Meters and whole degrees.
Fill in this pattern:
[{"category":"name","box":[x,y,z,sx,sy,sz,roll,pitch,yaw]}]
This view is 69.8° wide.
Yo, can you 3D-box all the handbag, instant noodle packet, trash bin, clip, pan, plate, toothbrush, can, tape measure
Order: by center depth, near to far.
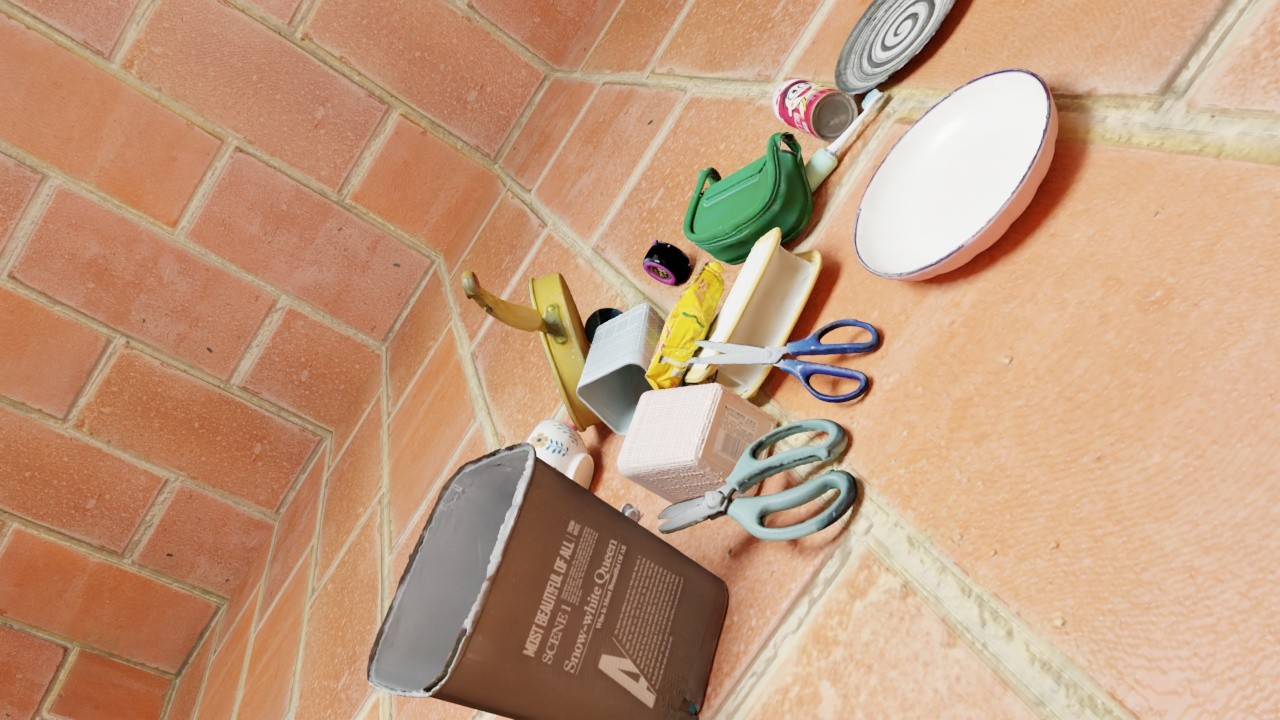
[{"category":"plate","box":[0.254,-0.141,0.736,0.193,0.039,0.192,-46,26,29]},{"category":"trash bin","box":[-0.068,0.207,0.745,0.199,0.219,0.198,-24,40,56]},{"category":"handbag","box":[0.104,-0.039,0.918,0.163,0.063,0.179,-61,8,-5]},{"category":"clip","box":[-0.021,0.175,0.947,0.057,0.025,0.032,-54,28,-5]},{"category":"instant noodle packet","box":[0.045,-0.033,0.951,0.128,0.044,0.111,-65,-1,-54]},{"category":"handbag","box":[0.111,-0.171,0.968,0.132,0.068,0.120,-24,54,42]},{"category":"plate","box":[0.277,-0.354,0.973,0.180,0.024,0.179,-45,27,31]},{"category":"toothbrush","box":[0.179,-0.193,0.975,0.225,0.026,0.027,-49,44,23]},{"category":"can","box":[0.191,-0.281,1.023,0.053,0.053,0.132,-54,23,12]},{"category":"pan","box":[-0.113,-0.031,1.039,0.078,0.357,0.197,-19,70,1]},{"category":"tape measure","box":[0.034,-0.124,1.154,0.058,0.057,0.039,9,64,51]}]

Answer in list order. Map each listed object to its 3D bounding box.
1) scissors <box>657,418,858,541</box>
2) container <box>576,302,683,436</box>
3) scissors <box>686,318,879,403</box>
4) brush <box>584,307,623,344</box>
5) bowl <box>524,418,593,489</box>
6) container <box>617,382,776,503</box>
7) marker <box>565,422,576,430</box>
[{"category":"scissors","box":[0.088,0.113,0.717,0.180,0.019,0.143,-27,35,9]},{"category":"container","box":[-0.006,0.006,1.021,0.090,0.090,0.111,-26,35,29]},{"category":"scissors","box":[0.123,-0.012,0.787,0.132,0.012,0.172,-47,49,-6]},{"category":"brush","box":[-0.038,-0.025,1.159,0.055,0.073,0.143,-42,28,16]},{"category":"bowl","box":[-0.094,0.130,1.077,0.062,0.113,0.113,14,68,21]},{"category":"container","box":[0.054,0.075,0.829,0.111,0.090,0.089,-16,48,55]},{"category":"marker","box":[-0.120,0.149,1.191,0.017,0.017,0.145,-7,55,63]}]
